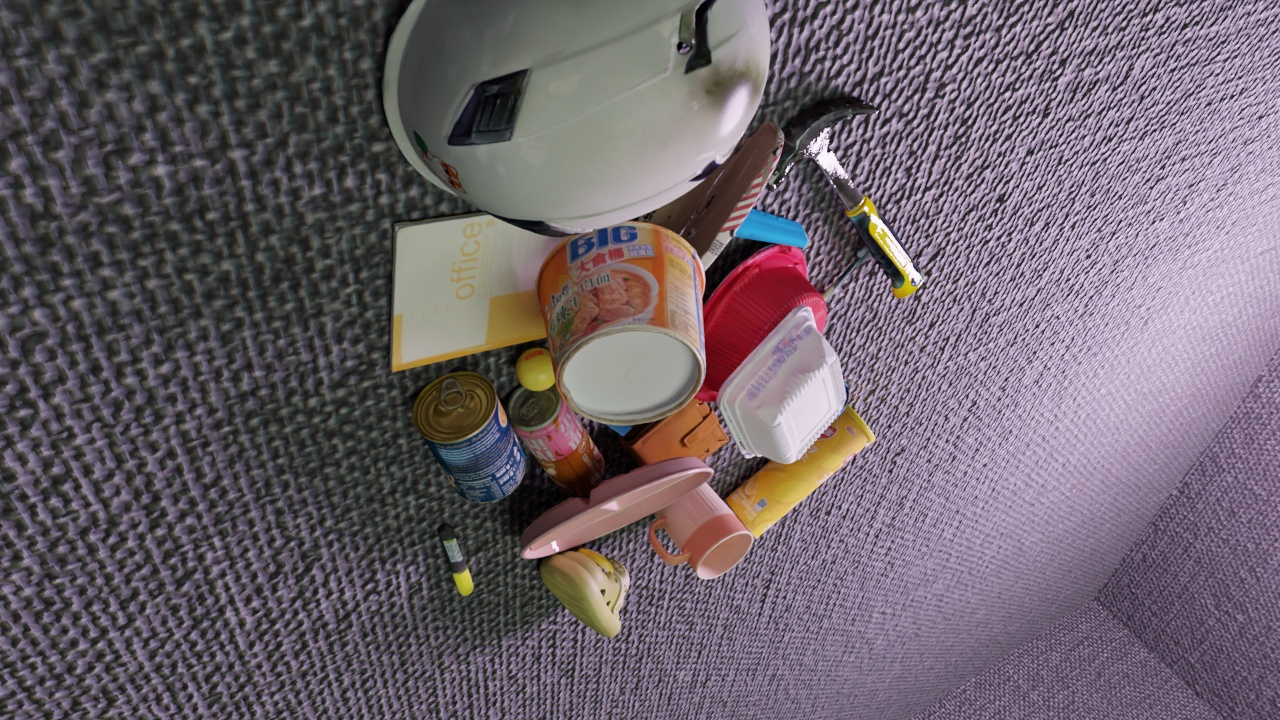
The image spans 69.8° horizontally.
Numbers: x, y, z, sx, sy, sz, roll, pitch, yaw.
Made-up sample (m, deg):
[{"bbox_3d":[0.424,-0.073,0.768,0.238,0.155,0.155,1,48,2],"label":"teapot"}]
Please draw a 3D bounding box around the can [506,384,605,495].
[{"bbox_3d":[-0.082,0.080,0.921,0.058,0.058,0.147,-35,143,-7],"label":"can"}]

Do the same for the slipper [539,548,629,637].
[{"bbox_3d":[-0.061,0.276,1.135,0.081,0.092,0.191,-54,151,-24],"label":"slipper"}]

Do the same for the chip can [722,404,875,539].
[{"bbox_3d":[0.213,0.147,1.239,0.213,0.072,0.072,-40,143,1],"label":"chip can"}]

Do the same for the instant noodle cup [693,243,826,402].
[{"bbox_3d":[0.131,-0.025,0.969,0.193,0.066,0.194,-34,147,-27],"label":"instant noodle cup"}]

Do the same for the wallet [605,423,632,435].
[{"bbox_3d":[-0.005,0.005,0.926,0.133,0.040,0.106,-50,143,1],"label":"wallet"}]

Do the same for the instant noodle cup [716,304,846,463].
[{"bbox_3d":[0.155,0.039,0.946,0.138,0.060,0.173,-46,148,-9],"label":"instant noodle cup"}]

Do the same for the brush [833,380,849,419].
[{"bbox_3d":[0.207,0.046,1.126,0.143,0.073,0.055,0,132,-42],"label":"brush"}]

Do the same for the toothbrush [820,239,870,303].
[{"bbox_3d":[0.205,-0.069,1.055,0.192,0.016,0.018,-49,133,11],"label":"toothbrush"}]

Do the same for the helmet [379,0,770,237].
[{"bbox_3d":[-0.022,-0.184,0.621,0.273,0.157,0.230,-33,142,-10],"label":"helmet"}]

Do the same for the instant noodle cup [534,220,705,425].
[{"bbox_3d":[-0.012,-0.024,0.768,0.151,0.111,0.152,-4,137,-4],"label":"instant noodle cup"}]

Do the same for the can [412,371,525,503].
[{"bbox_3d":[-0.153,0.073,0.837,0.075,0.075,0.111,-31,143,-13],"label":"can"}]

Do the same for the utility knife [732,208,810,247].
[{"bbox_3d":[0.123,-0.132,0.908,0.159,0.034,0.018,4,162,-45],"label":"utility knife"}]

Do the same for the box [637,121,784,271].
[{"bbox_3d":[0.049,-0.150,0.803,0.087,0.076,0.163,23,117,-20],"label":"box"}]

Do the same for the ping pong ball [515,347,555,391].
[{"bbox_3d":[-0.096,0.008,0.850,0.040,0.040,0.040,-24,140,-22],"label":"ping pong ball"}]

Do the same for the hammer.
[{"bbox_3d":[0.235,-0.156,0.963,0.126,0.032,0.323,-46,139,7],"label":"hammer"}]

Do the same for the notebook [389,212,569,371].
[{"bbox_3d":[-0.113,-0.068,0.782,0.205,0.010,0.146,-14,136,-32],"label":"notebook"}]

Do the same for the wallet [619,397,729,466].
[{"bbox_3d":[0.042,0.091,1.066,0.108,0.031,0.132,-37,145,-2],"label":"wallet"}]

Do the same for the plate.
[{"bbox_3d":[-0.029,0.160,1.009,0.229,0.028,0.230,-23,164,-7],"label":"plate"}]

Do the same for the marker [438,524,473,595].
[{"bbox_3d":[-0.201,0.216,0.995,0.018,0.015,0.124,-26,138,-20],"label":"marker"}]

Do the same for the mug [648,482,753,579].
[{"bbox_3d":[0.063,0.211,1.142,0.114,0.106,0.082,-16,137,-29],"label":"mug"}]
